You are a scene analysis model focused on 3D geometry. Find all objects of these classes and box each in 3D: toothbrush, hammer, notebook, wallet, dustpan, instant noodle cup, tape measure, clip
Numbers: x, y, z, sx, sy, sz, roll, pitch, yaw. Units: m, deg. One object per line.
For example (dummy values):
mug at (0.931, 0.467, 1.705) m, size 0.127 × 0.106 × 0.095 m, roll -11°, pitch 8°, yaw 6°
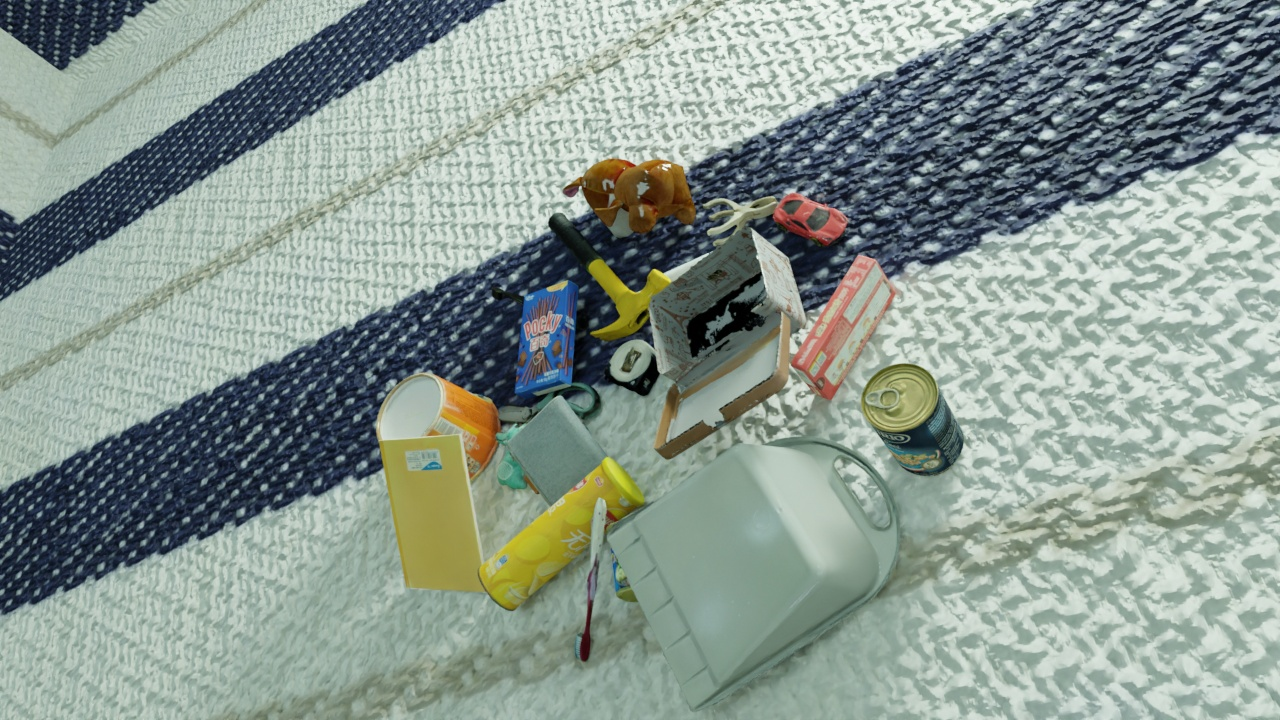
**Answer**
toothbrush at (0.059, -0.116, 1.234) m, size 0.222 × 0.027 × 0.026 m, roll -22°, pitch 45°, yaw 29°
hammer at (-0.064, -0.135, 1.315) m, size 0.129 × 0.032 × 0.300 m, roll -53°, pitch 43°, yaw 14°
notebook at (-0.271, 0.200, 1.195) m, size 0.146 × 0.010 × 0.206 m, roll -7°, pitch 96°, yaw 31°
toothbrush at (-0.157, -0.081, 1.363) m, size 0.213 × 0.026 × 0.027 m, roll 20°, pitch 117°, yaw 41°
toothbrush at (-0.058, 0.252, 1.059) m, size 0.017 × 0.016 × 0.187 m, roll 3°, pitch 86°, yaw 47°
wallet at (-0.103, 0.127, 1.178) m, size 0.106 × 0.037 × 0.129 m, roll -43°, pitch 67°, yaw 6°
dustpan at (0.132, 0.199, 0.966) m, size 0.258 × 0.142 × 0.222 m, roll -47°, pitch 53°, yaw 25°
instant noodle cup at (-0.288, 0.093, 1.284) m, size 0.152 × 0.111 × 0.151 m, roll -17°, pitch 55°, yaw 25°
tape measure at (-0.007, 0.007, 1.202) m, size 0.066 × 0.033 × 0.066 m, roll 19°, pitch 75°, yaw 38°
clip at (0.129, -0.185, 1.231) m, size 0.101 × 0.035 × 0.096 m, roll 9°, pitch 64°, yaw 29°

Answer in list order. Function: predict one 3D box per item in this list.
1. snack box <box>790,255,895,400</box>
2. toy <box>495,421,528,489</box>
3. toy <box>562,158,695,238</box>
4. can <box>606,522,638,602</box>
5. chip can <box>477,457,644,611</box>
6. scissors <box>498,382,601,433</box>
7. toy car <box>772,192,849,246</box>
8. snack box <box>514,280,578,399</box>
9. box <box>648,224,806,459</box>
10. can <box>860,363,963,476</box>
snack box at (0.231, -0.037, 1.041) m, size 0.025 × 0.075 × 0.152 m, roll 26°, pitch 79°, yaw 42°
toy at (-0.171, 0.126, 1.235) m, size 0.097 × 0.030 × 0.092 m, roll 3°, pitch 77°, yaw 49°
toy at (-0.014, -0.233, 1.312) m, size 0.200 × 0.139 × 0.131 m, roll 27°, pitch 121°, yaw 43°
can at (0.016, 0.220, 1.040) m, size 0.102 × 0.057 × 0.083 m, roll -23°, pitch 54°, yaw 20°
chip can at (-0.097, 0.210, 1.112) m, size 0.213 × 0.072 × 0.072 m, roll -41°, pitch 48°, yaw 7°
scissors at (-0.123, 0.060, 1.257) m, size 0.185 × 0.019 × 0.129 m, roll 26°, pitch 78°, yaw 40°
toy car at (0.217, -0.181, 1.170) m, size 0.106 × 0.031 × 0.049 m, roll 35°, pitch 86°, yaw 40°
snack box at (-0.130, -0.030, 1.280) m, size 0.085 × 0.026 × 0.157 m, roll -16°, pitch 59°, yaw 34°
box at (0.097, -0.012, 1.059) m, size 0.179 × 0.102 × 0.260 m, roll -36°, pitch 41°, yaw 29°
can at (0.277, 0.062, 0.927) m, size 0.075 × 0.111 × 0.075 m, roll -18°, pitch 52°, yaw 24°
